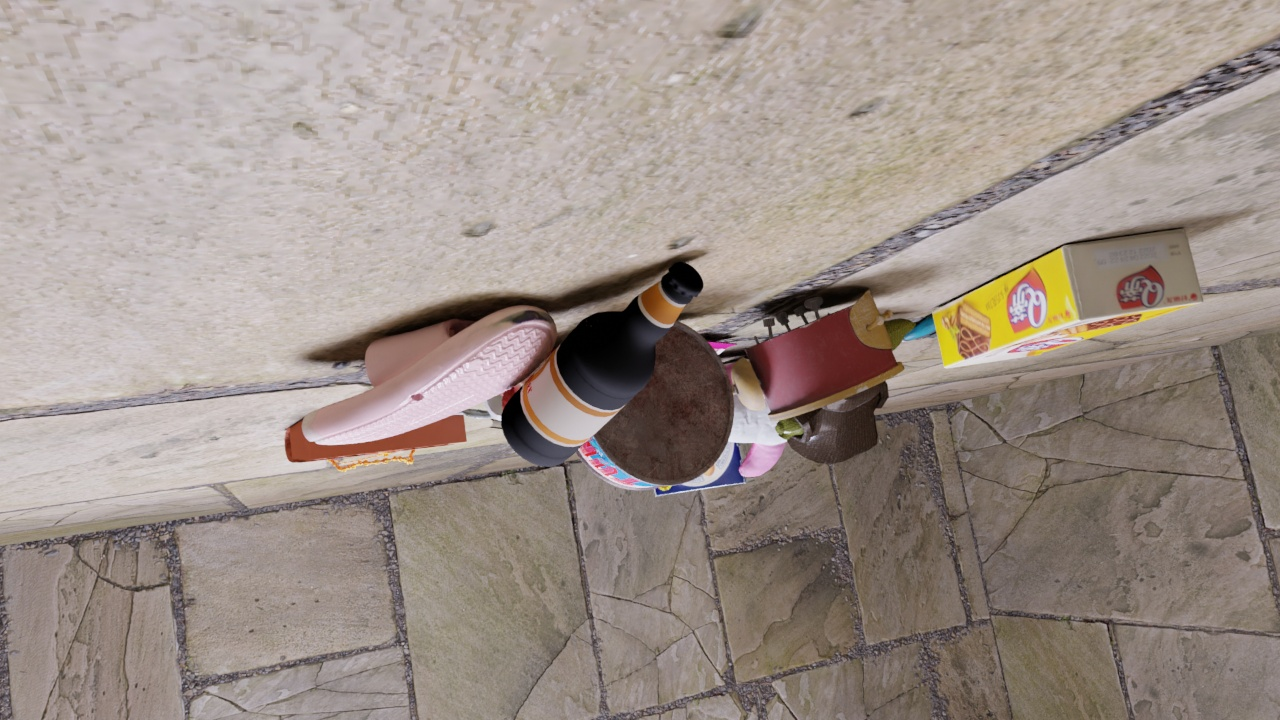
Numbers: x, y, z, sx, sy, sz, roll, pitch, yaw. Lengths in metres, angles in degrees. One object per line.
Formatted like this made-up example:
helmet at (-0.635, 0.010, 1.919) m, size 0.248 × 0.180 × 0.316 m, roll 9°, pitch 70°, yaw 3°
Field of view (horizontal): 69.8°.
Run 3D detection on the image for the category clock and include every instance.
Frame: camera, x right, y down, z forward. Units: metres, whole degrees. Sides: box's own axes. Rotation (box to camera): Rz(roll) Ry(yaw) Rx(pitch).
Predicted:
clock at (0.133, -0.003, 0.766) m, size 0.159 × 0.081 × 0.117 m, roll -23°, pitch 179°, yaw 22°

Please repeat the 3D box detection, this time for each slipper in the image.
slipper at (-0.150, 0.011, 0.640) m, size 0.222 × 0.055 × 0.106 m, roll -25°, pitch 167°, yaw 30°

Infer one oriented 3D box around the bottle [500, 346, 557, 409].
bottle at (-0.074, 0.029, 0.768) m, size 0.099 × 0.099 × 0.111 m, roll -13°, pitch -178°, yaw 21°

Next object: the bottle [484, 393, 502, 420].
bottle at (-0.122, 0.044, 0.943) m, size 0.044 × 0.044 × 0.136 m, roll -10°, pitch 172°, yaw 6°

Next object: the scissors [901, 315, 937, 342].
scissors at (0.318, -0.037, 0.986) m, size 0.155 × 0.019 × 0.124 m, roll -16°, pitch 169°, yaw 32°

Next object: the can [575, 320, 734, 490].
can at (0.006, 0.034, 0.709) m, size 0.129 × 0.130 × 0.044 m, roll -5°, pitch 171°, yaw -29°

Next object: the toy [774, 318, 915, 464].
toy at (0.194, 0.032, 0.917) m, size 0.179 × 0.153 × 0.078 m, roll -20°, pitch -142°, yaw -26°

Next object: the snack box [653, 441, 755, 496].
snack box at (0.077, 0.110, 1.287) m, size 0.145 × 0.144 × 0.042 m, roll -14°, pitch 175°, yaw 27°

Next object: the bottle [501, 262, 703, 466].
bottle at (-0.023, 0.001, 0.596) m, size 0.059 × 0.059 × 0.182 m, roll -2°, pitch 147°, yaw -45°

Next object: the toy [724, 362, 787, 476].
toy at (0.109, 0.038, 1.026) m, size 0.265 × 0.127 × 0.187 m, roll -7°, pitch 127°, yaw -12°

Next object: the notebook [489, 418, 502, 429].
notebook at (-0.065, 0.092, 1.128) m, size 0.148 × 0.016 × 0.207 m, roll 12°, pitch 173°, yaw -44°

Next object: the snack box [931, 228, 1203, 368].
snack box at (0.361, -0.047, 0.807) m, size 0.110 × 0.061 × 0.230 m, roll -9°, pitch 171°, yaw -9°

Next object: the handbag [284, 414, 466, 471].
handbag at (-0.296, 0.090, 1.024) m, size 0.171 × 0.060 × 0.109 m, roll -4°, pitch 174°, yaw -33°

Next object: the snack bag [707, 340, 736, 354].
snack bag at (-0.005, 0.005, 0.909) m, size 0.197 × 0.016 × 0.070 m, roll -14°, pitch 172°, yaw 30°

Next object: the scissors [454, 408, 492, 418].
scissors at (-0.133, 0.062, 1.038) m, size 0.175 × 0.014 × 0.141 m, roll 5°, pitch -172°, yaw -17°
